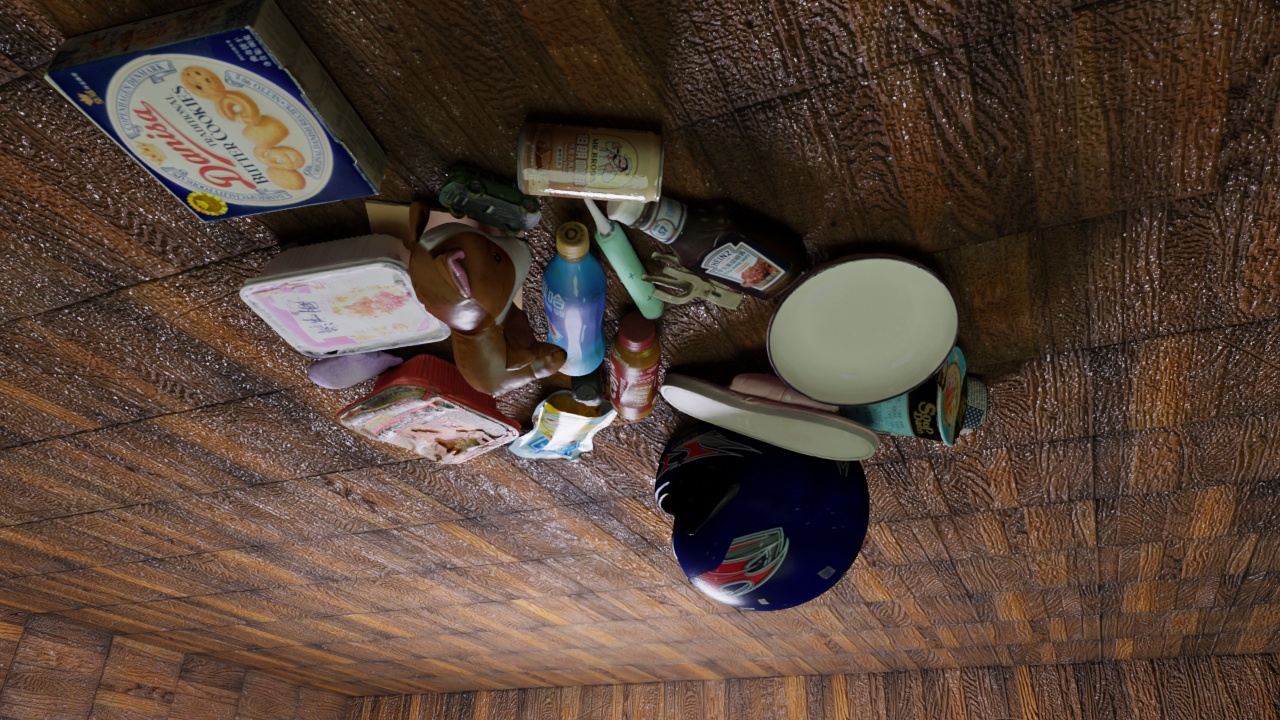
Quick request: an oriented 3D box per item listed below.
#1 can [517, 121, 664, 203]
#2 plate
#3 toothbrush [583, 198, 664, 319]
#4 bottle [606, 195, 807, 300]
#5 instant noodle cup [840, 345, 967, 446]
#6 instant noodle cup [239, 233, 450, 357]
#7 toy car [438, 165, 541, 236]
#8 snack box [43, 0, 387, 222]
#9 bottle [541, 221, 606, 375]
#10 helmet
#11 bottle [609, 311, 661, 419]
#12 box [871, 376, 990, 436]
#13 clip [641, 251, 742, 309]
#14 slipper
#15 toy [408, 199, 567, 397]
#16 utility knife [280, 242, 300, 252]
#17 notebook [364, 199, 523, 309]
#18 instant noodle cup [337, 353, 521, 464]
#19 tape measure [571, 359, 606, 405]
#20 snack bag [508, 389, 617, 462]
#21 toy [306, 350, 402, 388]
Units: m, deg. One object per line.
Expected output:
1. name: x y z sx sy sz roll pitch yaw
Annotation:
1. can: -0.040 -0.161 0.751 0.116 0.058 0.059 4 151 -3
2. plate: 0.224 -0.035 0.938 0.192 0.039 0.193 1 130 1
3. toothbrush: -0.022 -0.106 0.880 0.027 0.026 0.224 -22 146 8
4. bottle: 0.060 -0.113 0.846 0.194 0.044 0.080 20 146 -26
5. instant noodle cup: 0.293 0.036 1.032 0.121 0.111 0.111 3 155 34
6. instant noodle cup: -0.285 -0.068 0.912 0.174 0.060 0.138 -6 148 13
7. toy car: -0.132 -0.142 0.814 0.091 0.036 0.043 19 145 -27
8. snack box: -0.327 -0.191 0.732 0.183 0.045 0.178 -7 149 14
9. bottle: -0.066 -0.061 0.925 0.065 0.065 0.219 3 150 -2
10. helmet: 0.149 0.209 1.212 0.247 0.239 0.316 21 147 -31
11. bottle: -0.006 0.006 1.048 0.057 0.057 0.175 2 151 0
12. box: 0.336 0.050 1.108 0.163 0.076 0.087 2 131 6
13. clip: 0.046 -0.084 0.916 0.104 0.081 0.035 0 124 -43
14. slipper: 0.149 0.054 1.074 0.275 0.054 0.114 13 157 31
15. toy: -0.146 -0.059 0.862 0.140 0.130 0.199 36 166 46
16. utility knife: -0.336 -0.068 0.989 0.031 0.021 0.198 3 156 11
17. notebook: -0.194 -0.090 0.940 0.148 0.008 0.208 5 150 -5
18. instant noodle cup: -0.256 0.059 1.138 0.165 0.079 0.188 -23 141 38
19. tape measure: -0.062 0.023 1.080 0.039 0.058 0.057 0 172 8
20. snack bag: -0.107 0.096 1.238 0.110 0.038 0.191 1 153 -21
21. toy: -0.350 0.008 1.090 0.108 0.039 0.083 -18 154 30
